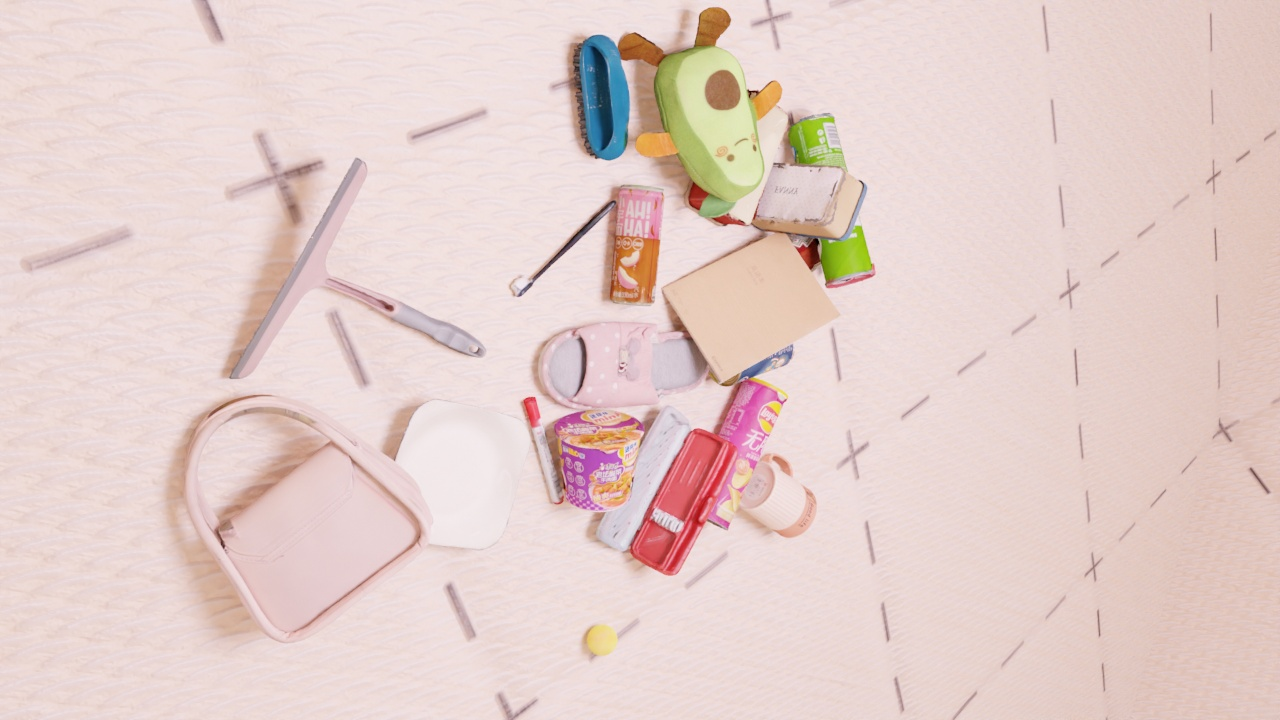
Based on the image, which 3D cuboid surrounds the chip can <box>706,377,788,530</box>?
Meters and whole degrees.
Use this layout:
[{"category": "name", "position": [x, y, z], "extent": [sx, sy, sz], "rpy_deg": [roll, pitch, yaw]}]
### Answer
[{"category": "chip can", "position": [0.136, 0.131, 1.303], "extent": [0.071, 0.071, 0.210], "rpy_deg": [33, 79, -38]}]

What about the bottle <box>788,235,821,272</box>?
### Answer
[{"category": "bottle", "position": [0.204, -0.132, 1.315], "extent": [0.205, 0.060, 0.060], "rpy_deg": [-36, 119, -28]}]

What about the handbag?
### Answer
[{"category": "handbag", "position": [-0.342, 0.140, 0.907], "extent": [0.193, 0.093, 0.234], "rpy_deg": [-39, 109, -9]}]

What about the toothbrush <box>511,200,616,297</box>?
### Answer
[{"category": "toothbrush", "position": [-0.090, -0.139, 1.106], "extent": [0.180, 0.016, 0.018], "rpy_deg": [-45, 114, -22]}]

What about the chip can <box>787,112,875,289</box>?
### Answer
[{"category": "chip can", "position": [0.268, -0.223, 1.290], "extent": [0.072, 0.072, 0.236], "rpy_deg": [-9, 83, -37]}]

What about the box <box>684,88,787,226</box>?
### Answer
[{"category": "box", "position": [0.135, -0.267, 1.222], "extent": [0.091, 0.076, 0.168], "rpy_deg": [23, 84, -38]}]

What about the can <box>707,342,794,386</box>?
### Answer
[{"category": "can", "position": [0.152, -0.014, 1.285], "extent": [0.111, 0.075, 0.075], "rpy_deg": [-18, 109, -35]}]

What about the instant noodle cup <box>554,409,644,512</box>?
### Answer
[{"category": "instant noodle cup", "position": [-0.053, 0.126, 1.134], "extent": [0.111, 0.112, 0.099], "rpy_deg": [-12, 115, -37]}]

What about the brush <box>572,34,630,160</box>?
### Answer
[{"category": "brush", "position": [-0.040, -0.307, 1.076], "extent": [0.055, 0.073, 0.144], "rpy_deg": [-13, 107, -29]}]

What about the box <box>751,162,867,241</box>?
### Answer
[{"category": "box", "position": [0.216, -0.215, 1.229], "extent": [0.060, 0.184, 0.090], "rpy_deg": [23, 89, -42]}]

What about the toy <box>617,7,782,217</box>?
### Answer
[{"category": "toy", "position": [0.083, -0.306, 1.128], "extent": [0.226, 0.090, 0.247], "rpy_deg": [-26, 96, -18]}]

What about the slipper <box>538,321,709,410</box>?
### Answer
[{"category": "slipper", "position": [-0.007, 0.007, 1.175], "extent": [0.273, 0.054, 0.114], "rpy_deg": [-2, 100, -39]}]

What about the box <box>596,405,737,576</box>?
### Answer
[{"category": "box", "position": [0.036, 0.172, 1.218], "extent": [0.201, 0.119, 0.098], "rpy_deg": [-62, 160, -11]}]

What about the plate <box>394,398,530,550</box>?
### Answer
[{"category": "plate", "position": [-0.212, 0.129, 1.047], "extent": [0.164, 0.034, 0.163], "rpy_deg": [19, 87, -39]}]

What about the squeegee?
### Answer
[{"category": "squeegee", "position": [-0.264, -0.053, 0.969], "extent": [0.249, 0.040, 0.248], "rpy_deg": [27, 97, -44]}]

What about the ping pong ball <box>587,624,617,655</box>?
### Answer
[{"category": "ping pong ball", "position": [-0.051, 0.371, 1.219], "extent": [0.040, 0.040, 0.040], "rpy_deg": [-8, 104, -37]}]

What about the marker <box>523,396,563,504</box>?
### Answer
[{"category": "marker", "position": [-0.118, 0.113, 1.131], "extent": [0.017, 0.017, 0.145], "rpy_deg": [-27, 114, -32]}]

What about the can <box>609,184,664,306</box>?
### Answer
[{"category": "can", "position": [-0.004, -0.143, 1.146], "extent": [0.057, 0.058, 0.147], "rpy_deg": [0, 99, -39]}]

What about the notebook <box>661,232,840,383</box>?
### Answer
[{"category": "notebook", "position": [0.152, -0.078, 1.245], "extent": [0.211, 0.012, 0.149], "rpy_deg": [-28, 80, -22]}]

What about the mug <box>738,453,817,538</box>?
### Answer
[{"category": "mug", "position": [0.202, 0.193, 1.369], "extent": [0.106, 0.082, 0.114], "rpy_deg": [35, 50, -36]}]
